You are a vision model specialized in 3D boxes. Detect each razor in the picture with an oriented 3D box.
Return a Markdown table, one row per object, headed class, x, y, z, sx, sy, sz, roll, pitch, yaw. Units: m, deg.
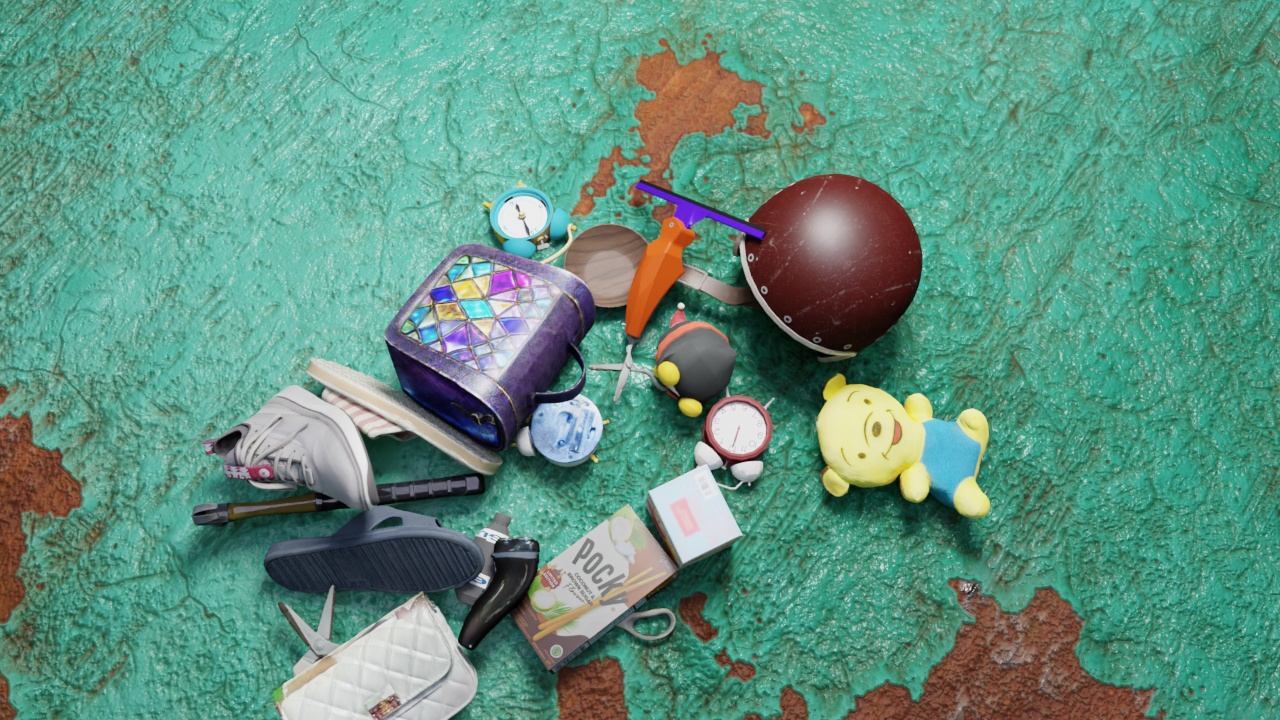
| class | x | y | z | sx | sy | sz | roll | pitch | yaw |
| --- | --- | --- | --- | --- | --- | --- | --- | --- | --- |
| razor | -0.164 | 0.260 | 1.040 | 0.064 | 0.053 | 0.140 | 35 | 70 | 2 |

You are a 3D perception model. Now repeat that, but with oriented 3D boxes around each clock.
| class | x | y | z | sx | sy | sz | roll | pitch | yaw |
| --- | --- | --- | --- | --- | --- | --- | --- | --- | --- |
| clock | -0.105 | 0.083 | 1.135 | 0.125 | 0.052 | 0.088 | 16 | 73 | 4 |
| clock | -0.149 | -0.181 | 1.225 | 0.099 | 0.044 | 0.129 | -35 | 69 | -12 |
| clock | 0.117 | 0.098 | 1.140 | 0.087 | 0.044 | 0.124 | 18 | 71 | 4 |

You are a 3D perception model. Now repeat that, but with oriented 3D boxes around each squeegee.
| class | x | y | z | sx | sy | sz | roll | pitch | yaw |
| --- | --- | --- | --- | --- | --- | --- | --- | --- | --- |
| squeegee | 0.025 | -0.116 | 1.142 | 0.250 | 0.055 | 0.185 | 33 | 103 | 47 |

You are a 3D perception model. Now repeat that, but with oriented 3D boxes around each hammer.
| class | x | y | z | sx | sy | sz | roll | pitch | yaw |
| --- | --- | --- | --- | --- | --- | --- | --- | --- | --- |
| hammer | -0.352 | 0.164 | 1.082 | 0.333 | 0.118 | 0.025 | -6 | 80 | -9 |

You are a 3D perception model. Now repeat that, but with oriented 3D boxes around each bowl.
| class | x | y | z | sx | sy | sz | roll | pitch | yaw |
| --- | --- | --- | --- | --- | --- | --- | --- | --- | --- |
| bowl | -0.041 | -0.120 | 1.212 | 0.119 | 0.032 | 0.119 | 0 | 72 | -1 |

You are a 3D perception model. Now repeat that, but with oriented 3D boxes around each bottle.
| class | x | y | z | sx | sy | sz | roll | pitch | yaw |
| --- | --- | --- | --- | --- | --- | --- | --- | --- | --- |
| bottle | -0.182 | 0.235 | 1.087 | 0.047 | 0.047 | 0.112 | 19 | 73 | 5 |

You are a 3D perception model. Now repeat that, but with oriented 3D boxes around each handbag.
| class | x | y | z | sx | sy | sz | roll | pitch | yaw |
| --- | --- | --- | --- | --- | --- | --- | --- | --- | --- |
| handbag | -0.166 | -0.016 | 1.101 | 0.222 | 0.126 | 0.204 | 24 | 58 | 15 |
| handbag | -0.284 | 0.364 | 1.008 | 0.194 | 0.073 | 0.139 | -34 | 88 | -17 |

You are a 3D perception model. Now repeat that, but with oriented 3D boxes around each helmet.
| class | x | y | z | sx | sy | sz | roll | pitch | yaw |
| --- | --- | --- | --- | --- | --- | --- | --- | --- | --- |
| helmet | 0.213 | -0.113 | 1.135 | 0.233 | 0.254 | 0.233 | -37 | 86 | -21 |

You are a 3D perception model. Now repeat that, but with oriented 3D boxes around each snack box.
| class | x | y | z | sx | sy | sz | roll | pitch | yaw |
| --- | --- | --- | --- | --- | --- | --- | --- | --- | --- |
| snack box | 0.060 | 0.187 | 1.083 | 0.079 | 0.095 | 0.093 | -24 | 75 | -8 |
| snack box | -0.058 | 0.266 | 1.078 | 0.185 | 0.032 | 0.101 | -35 | 66 | -12 |

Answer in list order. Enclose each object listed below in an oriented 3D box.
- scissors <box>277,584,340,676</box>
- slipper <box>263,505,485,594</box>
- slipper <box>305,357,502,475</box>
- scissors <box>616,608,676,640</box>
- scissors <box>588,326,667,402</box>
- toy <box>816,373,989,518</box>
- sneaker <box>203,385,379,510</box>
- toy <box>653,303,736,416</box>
| class | x | y | z | sx | sy | sz | roll | pitch | yaw |
| --- | --- | --- | --- | --- | --- | --- | --- | --- | --- |
| scissors | -0.361 | 0.368 | 1.043 | 0.199 | 0.015 | 0.179 | 40 | 82 | 0 |
| slipper | -0.306 | 0.212 | 1.066 | 0.264 | 0.101 | 0.082 | -6 | 38 | 11 |
| slipper | -0.290 | 0.076 | 1.106 | 0.263 | 0.115 | 0.052 | 28 | 92 | 6 |
| scissors | -0.037 | 0.292 | 1.091 | 0.163 | 0.013 | 0.153 | 17 | 70 | 8 |
| scissors | -0.017 | -0.005 | 1.146 | 0.014 | 0.141 | 0.164 | -36 | 49 | 32 |
| toy | 0.315 | 0.107 | 1.122 | 0.214 | 0.084 | 0.148 | 12 | 65 | 4 |
| sneaker | -0.389 | 0.110 | 1.027 | 0.128 | 0.097 | 0.263 | -29 | 35 | -34 |
| toy | 0.063 | -0.005 | 1.146 | 0.100 | 0.097 | 0.119 | -34 | 34 | 1 |
